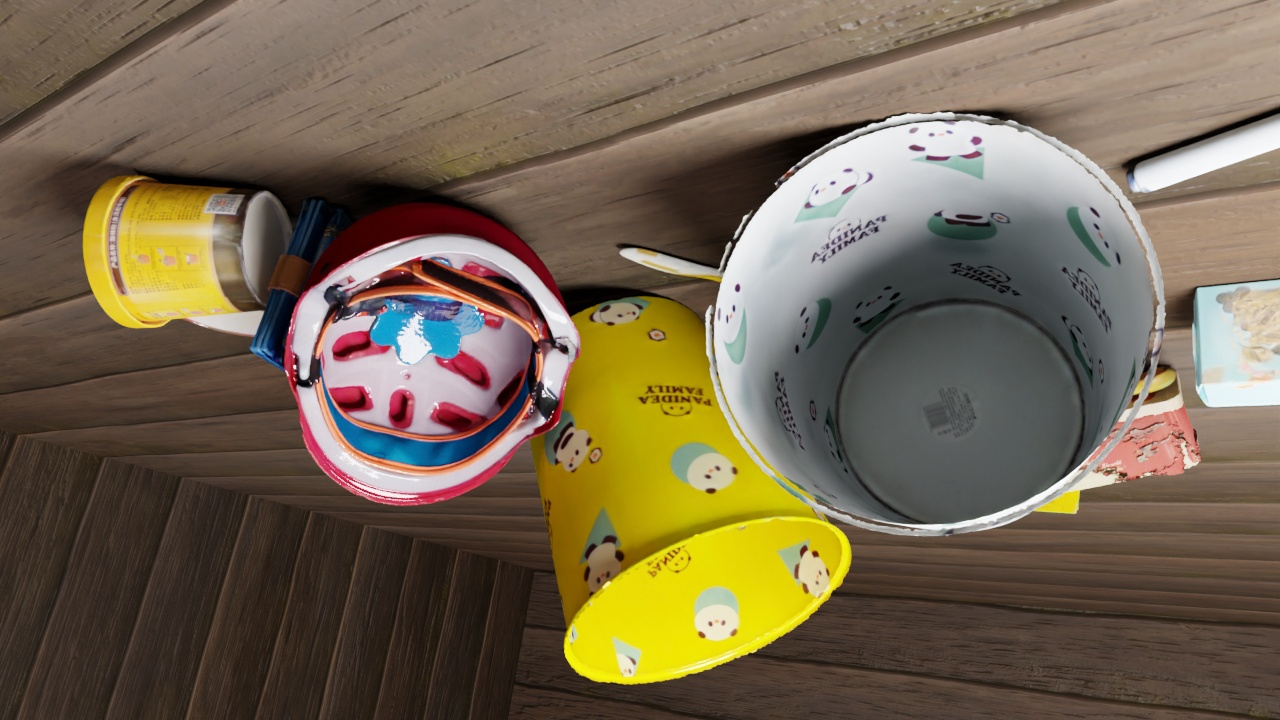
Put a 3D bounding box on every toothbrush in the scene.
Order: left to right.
[{"bbox_3d":[0.074,-0.061,0.734,0.191,0.018,0.016,13,159,-13],"label":"toothbrush"}]

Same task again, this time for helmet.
[{"bbox_3d":[-0.163,-0.017,0.709,0.206,0.143,0.241,11,125,-23],"label":"helmet"}]

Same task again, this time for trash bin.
[{"bbox_3d":[0.015,0.098,0.768,0.229,0.255,0.230,-14,141,-12],"label":"trash bin"},{"bbox_3d":[0.191,0.007,0.587,0.230,0.229,0.251,0,165,24],"label":"trash bin"}]

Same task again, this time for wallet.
[{"bbox_3d":[-0.259,-0.049,0.741,0.040,0.133,0.106,9,163,12],"label":"wallet"}]

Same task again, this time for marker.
[{"bbox_3d":[0.318,-0.113,0.470,0.022,0.018,0.131,34,151,-25],"label":"marker"}]

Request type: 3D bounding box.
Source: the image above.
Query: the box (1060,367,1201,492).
[{"bbox_3d":[0.385,0.075,0.797,0.169,0.080,0.091,-19,-171,32],"label":"box"}]

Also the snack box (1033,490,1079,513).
[{"bbox_3d":[0.381,0.117,1.035,0.210,0.070,0.157,0,159,25],"label":"snack box"}]

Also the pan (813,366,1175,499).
[{"bbox_3d":[0.269,0.052,0.812,0.358,0.078,0.197,-26,-177,26],"label":"pan"}]

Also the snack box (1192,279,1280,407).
[{"bbox_3d":[0.466,-0.015,0.603,0.175,0.074,0.051,-5,156,35],"label":"snack box"}]

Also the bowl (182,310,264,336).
[{"bbox_3d":[-0.382,-0.070,0.846,0.113,0.062,0.113,7,162,2],"label":"bowl"}]

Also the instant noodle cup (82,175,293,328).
[{"bbox_3d":[-0.343,-0.085,0.714,0.114,0.118,0.118,-1,161,4],"label":"instant noodle cup"}]
